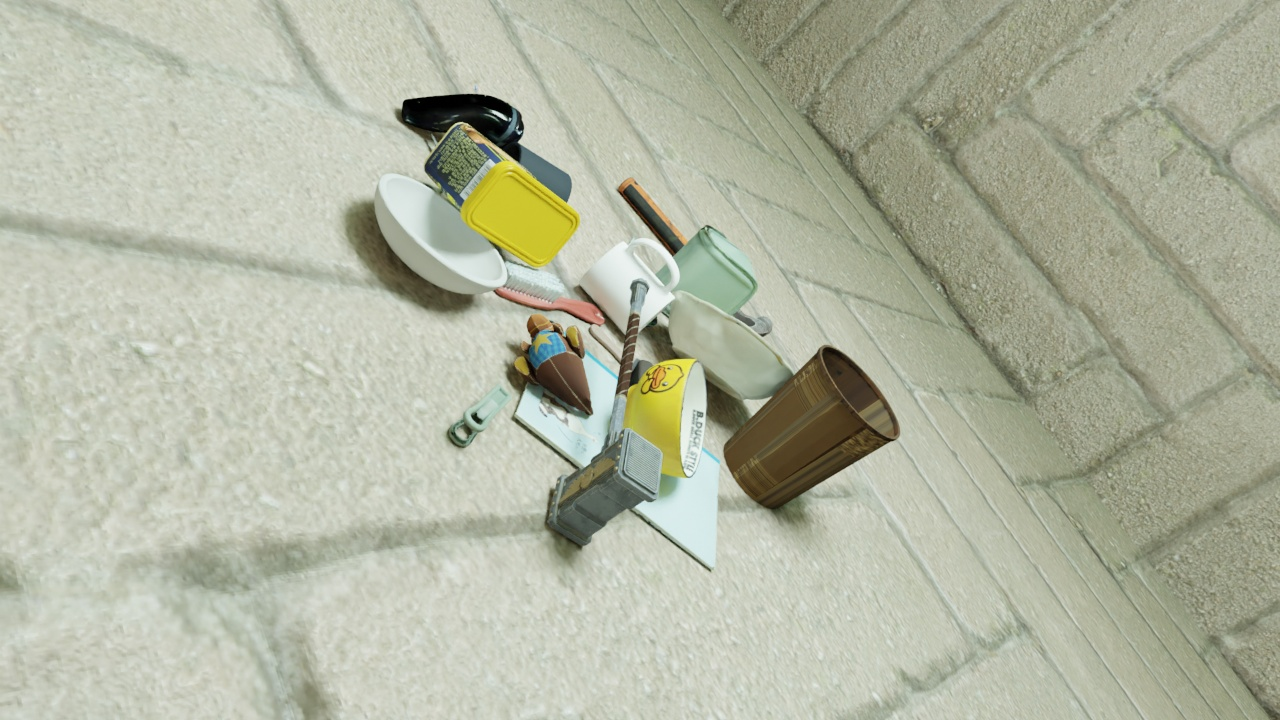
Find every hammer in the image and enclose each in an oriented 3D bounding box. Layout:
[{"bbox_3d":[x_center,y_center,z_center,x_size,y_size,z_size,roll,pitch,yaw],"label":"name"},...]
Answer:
[{"bbox_3d":[-0.016,0.019,0.864,0.044,0.099,0.321,36,36,-22],"label":"hammer"},{"bbox_3d":[0.072,-0.148,1.371,0.314,0.035,0.137,50,25,7],"label":"hammer"}]

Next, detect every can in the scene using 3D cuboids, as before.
[{"bbox_3d":[-0.145,-0.172,0.952,0.104,0.075,0.135,46,9,35],"label":"can"}]

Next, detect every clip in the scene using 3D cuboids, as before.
[{"bbox_3d":[-0.135,0.046,0.776,0.023,0.042,0.075,44,26,-4],"label":"clip"}]

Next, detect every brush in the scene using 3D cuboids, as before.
[{"bbox_3d":[-0.093,-0.073,1.009,0.172,0.030,0.041,17,39,-48],"label":"brush"},{"bbox_3d":[-0.006,0.006,1.047,0.135,0.015,0.049,46,24,-4],"label":"brush"}]

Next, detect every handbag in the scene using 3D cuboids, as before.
[{"bbox_3d":[0.084,-0.107,1.224,0.106,0.122,0.067,35,28,-24],"label":"handbag"}]

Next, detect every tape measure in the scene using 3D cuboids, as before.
[{"bbox_3d":[0.014,0.035,0.993,0.059,0.038,0.058,26,29,-13],"label":"tape measure"}]

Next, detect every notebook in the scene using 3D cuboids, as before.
[{"bbox_3d":[-0.012,0.082,0.936,0.253,0.009,0.180,40,26,-16],"label":"notebook"}]

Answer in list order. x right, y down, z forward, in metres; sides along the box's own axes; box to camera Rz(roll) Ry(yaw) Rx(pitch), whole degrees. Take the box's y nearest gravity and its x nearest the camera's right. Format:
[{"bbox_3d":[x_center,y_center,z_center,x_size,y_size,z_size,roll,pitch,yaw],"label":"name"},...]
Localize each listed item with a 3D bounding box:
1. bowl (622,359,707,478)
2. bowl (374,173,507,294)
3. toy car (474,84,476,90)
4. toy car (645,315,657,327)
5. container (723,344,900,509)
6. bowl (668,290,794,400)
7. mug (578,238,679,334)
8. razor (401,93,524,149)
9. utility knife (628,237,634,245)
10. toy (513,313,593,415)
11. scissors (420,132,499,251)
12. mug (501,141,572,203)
[{"bbox_3d":[0.022,0.056,0.912,0.117,0.068,0.117,4,89,-75],"label":"bowl"},{"bbox_3d":[-0.198,-0.111,0.875,0.149,0.043,0.149,41,17,-16],"label":"bowl"},{"bbox_3d":[-0.186,-0.280,1.121,0.092,0.062,0.033,42,26,-12],"label":"toy car"},{"bbox_3d":[-0.009,-0.080,1.151,0.090,0.027,0.038,61,23,-3],"label":"toy car"},{"bbox_3d":[0.191,0.085,1.064,0.132,0.168,0.132,36,28,-23],"label":"container"},{"bbox_3d":[0.100,-0.006,1.124,0.188,0.060,0.219,37,-6,-9],"label":"bowl"},{"bbox_3d":[-0.005,-0.093,1.079,0.090,0.111,0.073,48,34,0],"label":"mug"},{"bbox_3d":[-0.208,-0.280,1.075,0.140,0.064,0.053,0,47,-18],"label":"razor"},{"bbox_3d":[-0.024,-0.137,1.228,0.022,0.015,0.165,65,18,-18],"label":"utility knife"},{"bbox_3d":[-0.076,0.005,0.895,0.103,0.070,0.090,57,4,-33],"label":"toy"},{"bbox_3d":[-0.199,-0.190,1.028,0.158,0.014,0.141,45,29,-7],"label":"scissors"},{"bbox_3d":[-0.127,-0.200,1.077,0.077,0.071,0.105,26,19,-38],"label":"mug"}]
